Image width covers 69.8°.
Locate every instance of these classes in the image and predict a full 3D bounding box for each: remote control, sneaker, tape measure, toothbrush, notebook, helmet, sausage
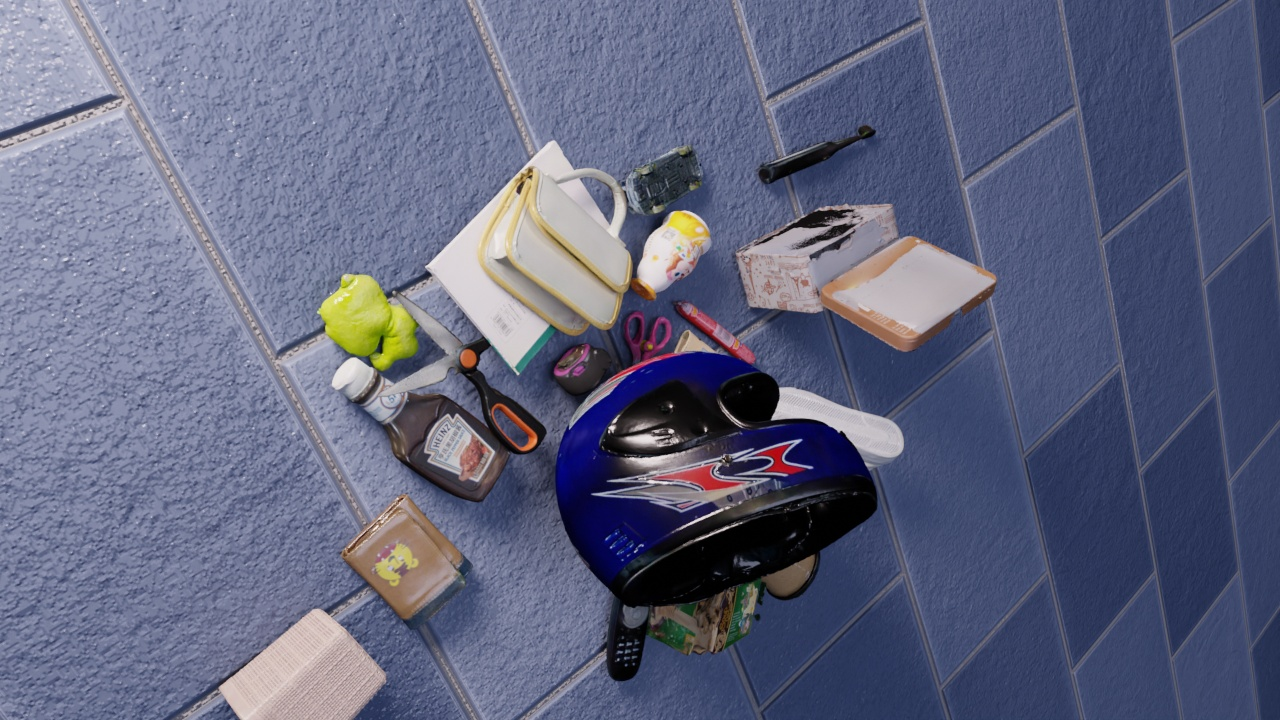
[{"bbox_3d":[-0.016,0.318,1.110,0.053,0.024,0.136,8,91,-34],"label":"remote control"},{"bbox_3d":[0.225,0.101,1.224,0.242,0.091,0.089,13,59,-18],"label":"sneaker"},{"bbox_3d":[-0.067,0.008,1.008,0.057,0.057,0.039,-49,117,-17],"label":"tape measure"},{"bbox_3d":[0.237,-0.274,1.202,0.212,0.027,0.026,-27,156,-31],"label":"toothbrush"},{"bbox_3d":[-0.111,-0.109,0.966,0.208,0.012,0.150,-53,122,-29],"label":"notebook"},{"bbox_3d":[0.063,0.107,0.982,0.315,0.240,0.247,-20,150,-1],"label":"helmet"},{"bbox_3d":[0.095,-0.035,1.140,0.156,0.020,0.020,36,76,-34],"label":"sausage"}]

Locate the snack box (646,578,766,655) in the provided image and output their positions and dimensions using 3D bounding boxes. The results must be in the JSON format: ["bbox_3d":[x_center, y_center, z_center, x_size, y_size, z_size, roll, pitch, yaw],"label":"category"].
[{"bbox_3d":[0.081,0.292,1.132,0.105,0.118,0.118,10,93,-48],"label":"snack box"}]

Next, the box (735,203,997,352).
[{"bbox_3d":[0.269,-0.107,1.106,0.178,0.260,0.110,-29,115,-29],"label":"box"}]

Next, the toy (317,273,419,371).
[{"bbox_3d":[-0.258,-0.035,0.880,0.100,0.031,0.097,0,110,-32],"label":"toy"}]

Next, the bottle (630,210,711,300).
[{"bbox_3d":[0.032,-0.119,1.056,0.108,0.063,0.063,-52,122,-17],"label":"bottle"}]

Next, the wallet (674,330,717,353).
[{"bbox_3d":[0.077,0.029,1.136,0.115,0.024,0.087,37,71,-34],"label":"wallet"}]

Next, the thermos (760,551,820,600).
[{"bbox_3d":[0.164,0.247,1.193,0.143,0.093,0.093,35,76,-25],"label":"thermos"}]

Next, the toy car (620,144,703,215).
[{"bbox_3d":[0.027,-0.208,1.057,0.120,0.037,0.054,-36,115,-37],"label":"toy car"}]

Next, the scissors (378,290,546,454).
[{"bbox_3d":[-0.163,0.004,0.937,0.233,0.022,0.221,-42,113,-38],"label":"scissors"}]

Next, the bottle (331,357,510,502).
[{"bbox_3d":[-0.219,0.066,0.916,0.195,0.044,0.079,43,66,-32],"label":"bottle"}]

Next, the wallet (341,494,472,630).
[{"bbox_3d":[-0.235,0.205,0.935,0.090,0.033,0.115,-44,116,-21],"label":"wallet"}]

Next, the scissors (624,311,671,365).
[{"bbox_3d":[-0.009,0.007,1.077,0.073,0.017,0.137,22,87,-36],"label":"scissors"}]

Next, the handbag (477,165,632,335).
[{"bbox_3d":[-0.069,-0.134,0.960,0.163,0.063,0.178,38,62,-38],"label":"handbag"}]

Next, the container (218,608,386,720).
[{"bbox_3d":[-0.313,0.305,0.861,0.110,0.090,0.090,-44,119,-26],"label":"container"}]
